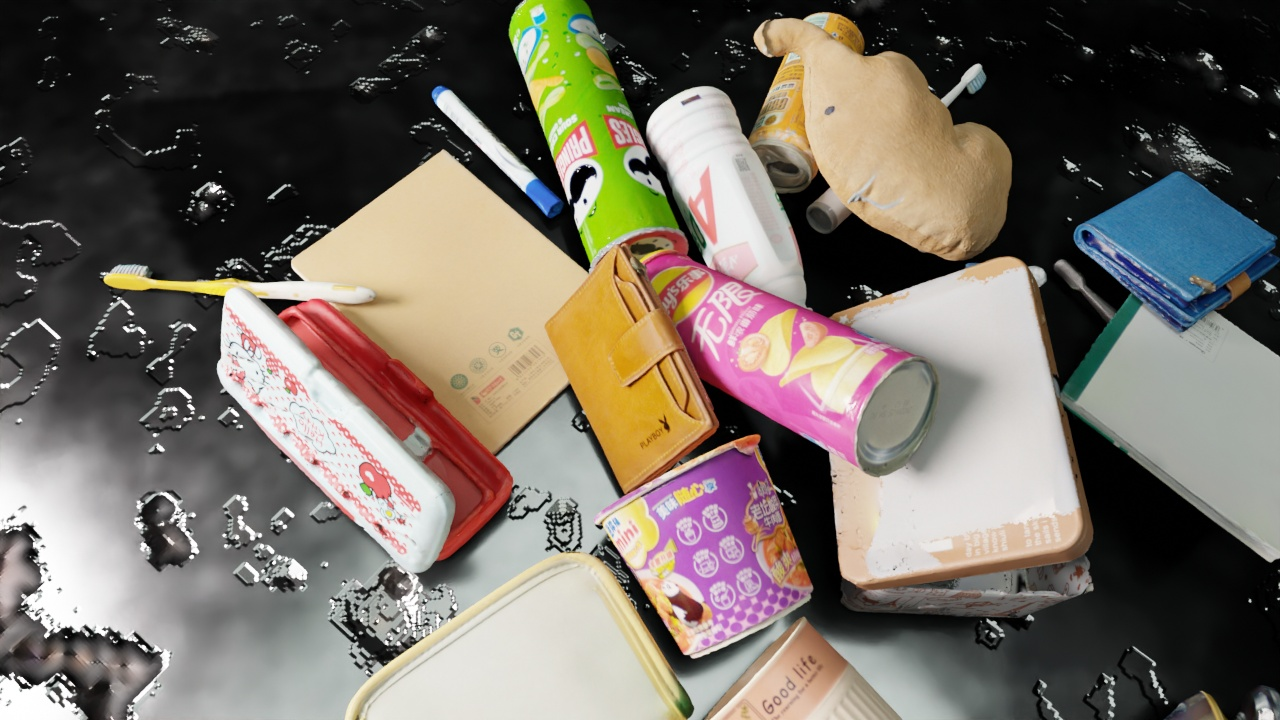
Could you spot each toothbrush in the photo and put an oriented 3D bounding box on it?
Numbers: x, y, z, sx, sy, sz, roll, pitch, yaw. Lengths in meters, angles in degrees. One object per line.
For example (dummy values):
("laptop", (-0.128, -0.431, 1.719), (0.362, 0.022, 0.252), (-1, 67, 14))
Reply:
("toothbrush", (0.375, 0.005, 0.655), (0.027, 0.026, 0.212), (-14, 60, -47))
("toothbrush", (-0.276, -0.053, 0.635), (0.191, 0.016, 0.018), (3, 56, 2))
("toothbrush", (0.210, -0.174, 0.728), (0.220, 0.027, 0.026), (-43, 113, -21))

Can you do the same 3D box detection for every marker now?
("marker", (-0.111, -0.162, 0.704), (0.016, 0.017, 0.146), (-38, 73, -20))

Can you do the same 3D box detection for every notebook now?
("notebook", (0.376, 0.022, 0.614), (0.150, 0.012, 0.208), (41, 48, 15))
("notebook", (-0.125, -0.049, 0.654), (0.207, 0.008, 0.147), (41, 68, 14))

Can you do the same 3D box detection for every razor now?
("razor", (0.296, 0.238, 0.523), (0.167, 0.062, 0.067), (-17, 37, -7))

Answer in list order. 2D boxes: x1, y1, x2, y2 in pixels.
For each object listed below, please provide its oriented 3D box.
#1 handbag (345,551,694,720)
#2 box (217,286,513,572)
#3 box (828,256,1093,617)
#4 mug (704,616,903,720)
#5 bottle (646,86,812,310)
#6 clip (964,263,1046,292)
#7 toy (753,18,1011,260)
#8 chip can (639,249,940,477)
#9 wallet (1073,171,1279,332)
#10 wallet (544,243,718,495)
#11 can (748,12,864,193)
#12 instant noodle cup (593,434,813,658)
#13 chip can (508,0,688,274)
("handbag", (-0.052, 0.218, 0.507), (0.163, 0.063, 0.178), (-31, 80, -18))
("box", (-0.176, 0.032, 0.561), (0.201, 0.099, 0.095), (41, 69, 14))
("box", (0.184, 0.045, 0.542), (0.150, 0.169, 0.181), (3, 65, -4))
("mug", (0.090, 0.221, 0.506), (0.106, 0.081, 0.114), (44, 96, 14))
("bottle", (0.070, -0.097, 0.655), (0.068, 0.068, 0.197), (-20, 76, -13))
("clip", (0.269, -0.060, 0.681), (0.057, 0.028, 0.024), (9, 62, 11))
("toy", (0.174, -0.161, 0.656), (0.226, 0.083, 0.143), (34, 51, -15))
("chip can", (0.073, -0.006, 0.556), (0.071, 0.071, 0.211), (-37, 40, -20))
("wallet", (0.401, -0.085, 0.683), (0.132, 0.040, 0.106), (-27, 62, -27))
("wallet", (-0.003, 0.003, 0.576), (0.035, 0.119, 0.130), (-14, 69, -37))
("can", (0.129, -0.203, 0.718), (0.058, 0.058, 0.145), (21, 65, 6))
("instant noodle cup", (0.042, 0.112, 0.539), (0.111, 0.112, 0.099), (-23, 76, -14))
("chip can", (-0.037, -0.168, 0.683), (0.072, 0.072, 0.235), (-15, 66, -11))
